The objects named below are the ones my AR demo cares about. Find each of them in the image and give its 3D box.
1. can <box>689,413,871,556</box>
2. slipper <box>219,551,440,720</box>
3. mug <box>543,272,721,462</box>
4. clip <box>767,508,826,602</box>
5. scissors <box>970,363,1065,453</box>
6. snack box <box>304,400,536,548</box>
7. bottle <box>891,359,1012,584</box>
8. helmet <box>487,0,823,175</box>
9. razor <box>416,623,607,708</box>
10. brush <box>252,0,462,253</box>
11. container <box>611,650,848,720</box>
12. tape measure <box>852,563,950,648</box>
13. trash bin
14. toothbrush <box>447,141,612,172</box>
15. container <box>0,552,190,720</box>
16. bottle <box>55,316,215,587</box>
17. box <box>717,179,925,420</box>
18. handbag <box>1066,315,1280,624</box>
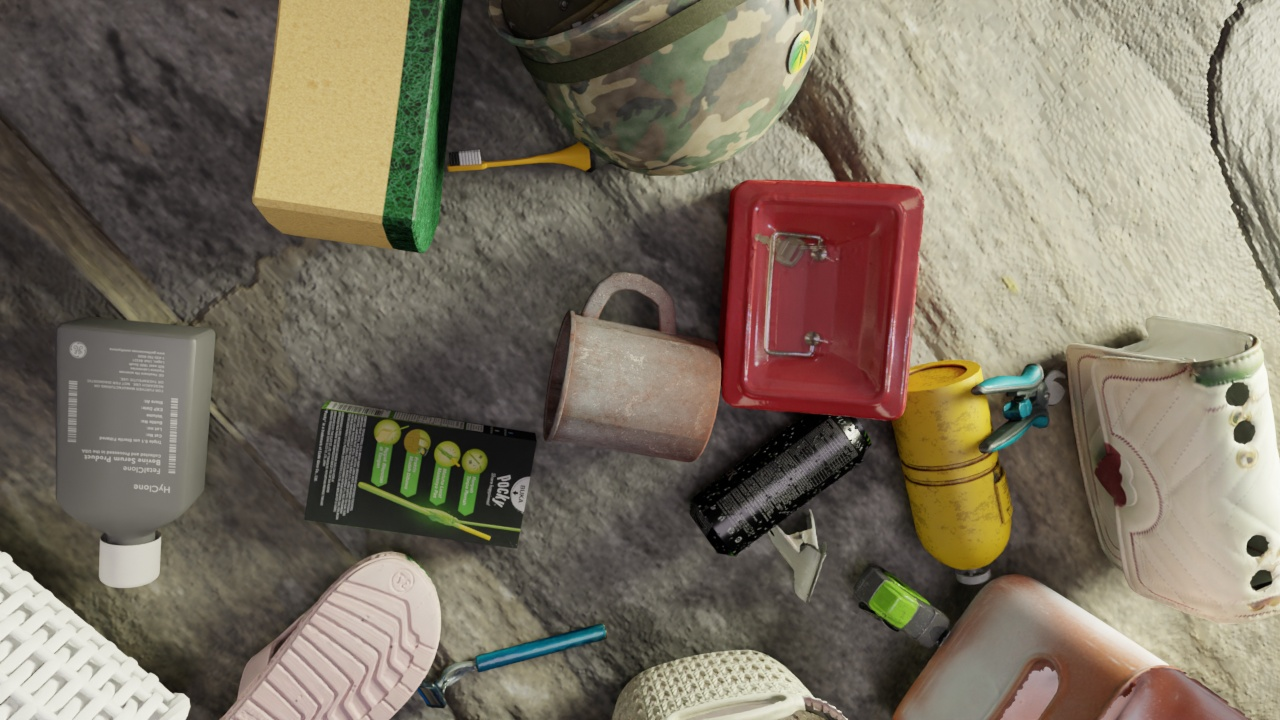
[{"bbox_3d":[0.101,0.087,0.673,0.137,0.054,0.054,-36,103,-1],"label":"can"},{"bbox_3d":[-0.234,0.239,0.645,0.094,0.064,0.239,45,78,-16],"label":"slipper"},{"bbox_3d":[-0.004,0.004,0.625,0.110,0.096,0.123,10,103,-16],"label":"mug"},{"bbox_3d":[0.117,0.142,0.688,0.040,0.102,0.054,-12,57,-6],"label":"clip"},{"bbox_3d":[0.277,0.034,0.667,0.130,0.019,0.150,44,57,-32],"label":"scissors"},{"bbox_3d":[-0.154,0.081,0.649,0.147,0.025,0.080,10,98,-10],"label":"snack box"},{"bbox_3d":[0.234,0.088,0.685,0.071,0.071,0.164,-17,102,-6],"label":"bottle"},{"bbox_3d":[0.014,-0.236,0.531,0.224,0.193,0.236,-56,135,-19],"label":"helmet"},{"bbox_3d":[-0.095,0.223,0.686,0.144,0.022,0.042,-17,141,-10],"label":"razor"},{"bbox_3d":[-0.145,-0.190,0.516,0.075,0.195,0.250,7,98,-10],"label":"brush"},{"bbox_3d":[0.066,0.335,0.666,0.184,0.143,0.252,-9,101,-6],"label":"container"},{"bbox_3d":[0.193,0.187,0.702,0.065,0.058,0.036,33,94,-15],"label":"tape measure"},{"bbox_3d":[0.336,0.294,0.676,0.259,0.157,0.181,32,94,-23],"label":"trash bin"},{"bbox_3d":[-0.032,-0.141,0.627,0.196,0.031,0.031,-7,114,-7],"label":"toothbrush"},{"bbox_3d":[-0.416,0.227,0.552,0.189,0.189,0.187,-43,102,0],"label":"container"},{"bbox_3d":[-0.335,0.063,0.608,0.083,0.046,0.174,6,99,-9],"label":"bottle"},{"bbox_3d":[0.120,-0.047,0.641,0.136,0.117,0.157,5,102,6],"label":"box"},{"bbox_3d":[0.395,0.077,0.673,0.096,0.142,0.198,-16,101,-4],"label":"handbag"}]
